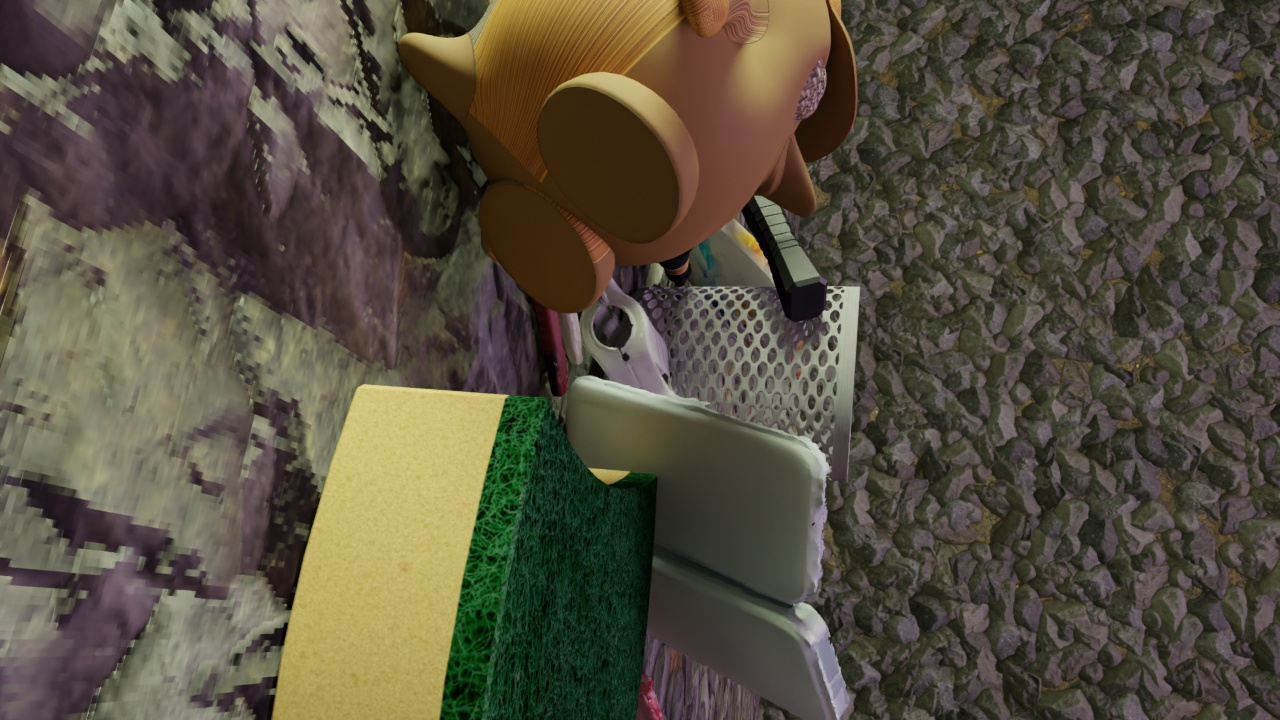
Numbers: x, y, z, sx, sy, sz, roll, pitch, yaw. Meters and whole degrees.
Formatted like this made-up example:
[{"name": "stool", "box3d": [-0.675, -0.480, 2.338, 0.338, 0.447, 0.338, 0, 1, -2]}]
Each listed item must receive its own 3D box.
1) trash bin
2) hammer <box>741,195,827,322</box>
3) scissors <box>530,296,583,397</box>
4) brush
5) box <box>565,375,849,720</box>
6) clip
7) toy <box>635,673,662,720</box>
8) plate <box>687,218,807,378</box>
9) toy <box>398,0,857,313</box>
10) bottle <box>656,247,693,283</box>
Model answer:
[{"name": "trash bin", "box3d": [0.082, 0.014, 0.758, 0.156, 0.183, 0.156, 4, 89, -76]}, {"name": "hammer", "box3d": [0.085, -0.160, 0.770, 0.131, 0.039, 0.327, 80, -5, -49]}, {"name": "scissors", "box3d": [-0.057, -0.060, 0.512, 0.188, 0.015, 0.146, 55, 41, -67]}, {"name": "brush", "box3d": [-0.059, 0.132, 0.417, 0.250, 0.075, 0.194, 51, 45, -71]}, {"name": "box", "box3d": [0.028, 0.111, 0.548, 0.061, 0.210, 0.193, -31, 121, -35]}, {"name": "clip", "box3d": [-0.003, 0.004, 0.638, 0.124, 0.074, 0.143, 34, 35, -78]}, {"name": "toy", "box3d": [-0.015, 0.290, 0.644, 0.158, 0.084, 0.194, -56, 142, -50]}, {"name": "plate", "box3d": [0.092, -0.070, 0.891, 0.016, 0.187, 0.187, -35, 153, -12]}, {"name": "toy", "box3d": [0.020, -0.125, 0.413, 0.202, 0.162, 0.199, -46, -174, -34]}, {"name": "bottle", "box3d": [0.017, -0.108, 0.716, 0.182, 0.059, 0.059, 61, 35, -67]}]
